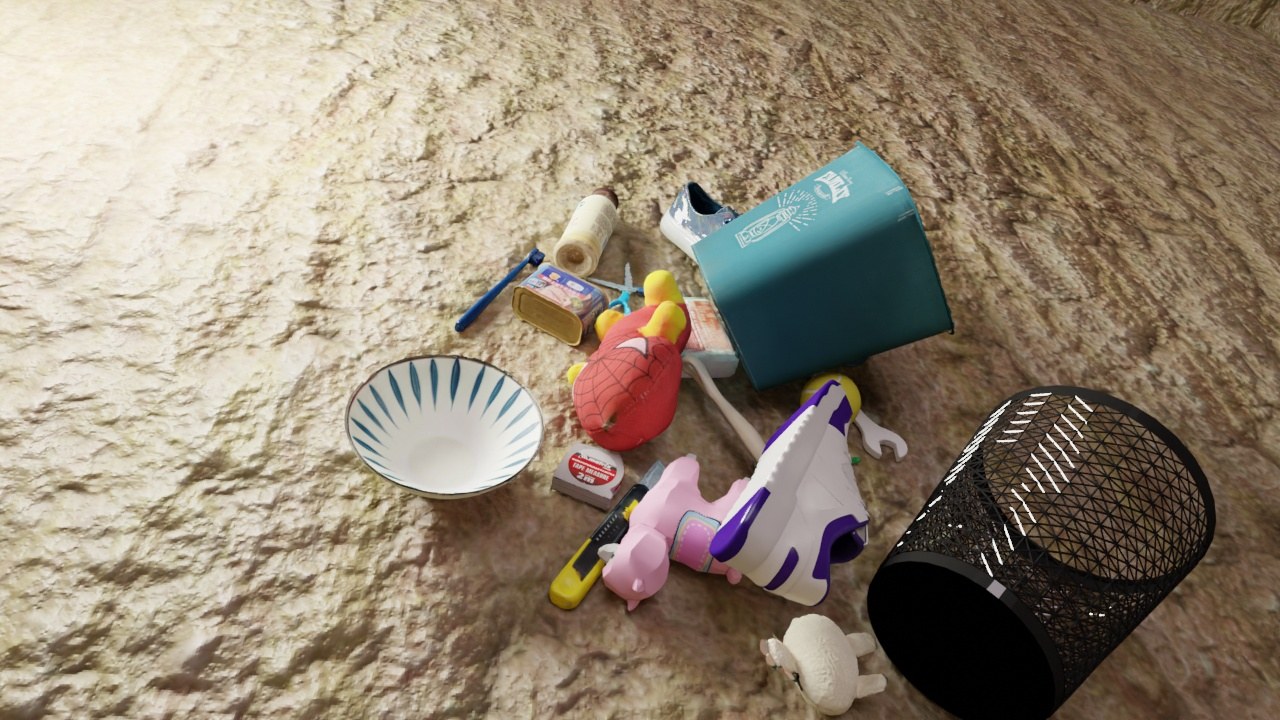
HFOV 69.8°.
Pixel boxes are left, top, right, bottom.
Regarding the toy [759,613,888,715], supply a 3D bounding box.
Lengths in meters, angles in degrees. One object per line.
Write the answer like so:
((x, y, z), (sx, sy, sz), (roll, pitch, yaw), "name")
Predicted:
((0.147, 0.250, 0.759), (0.112, 0.050, 0.087), (1, 41, -11), "toy")

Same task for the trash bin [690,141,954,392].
((0.190, -0.091, 1.007), (0.219, 0.199, 0.196), (-24, 28, 7), "trash bin")

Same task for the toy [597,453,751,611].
((0.038, 0.160, 0.821), (0.123, 0.067, 0.157), (23, 45, 7), "toy")

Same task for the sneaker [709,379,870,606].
((0.160, 0.115, 0.810), (0.111, 0.092, 0.243), (39, 46, 2), "sneaker")

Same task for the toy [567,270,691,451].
((-0.006, 0.006, 0.948), (0.098, 0.148, 0.215), (35, 34, -16), "toy")

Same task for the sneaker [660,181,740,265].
((0.121, -0.153, 1.199), (0.087, 0.079, 0.235), (-20, 50, -42), "sneaker")

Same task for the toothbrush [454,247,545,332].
((-0.163, -0.085, 1.086), (0.017, 0.016, 0.189), (29, 41, 7), "toothbrush")

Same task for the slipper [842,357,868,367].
((0.258, -0.061, 1.153), (0.104, 0.059, 0.213), (27, 38, 15), "slipper")

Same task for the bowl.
((-0.181, 0.077, 0.845), (0.177, 0.071, 0.177), (9, 40, -8), "bowl")

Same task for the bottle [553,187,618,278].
((-0.065, -0.170, 1.184), (0.056, 0.057, 0.161), (16, 39, 2), "bottle")

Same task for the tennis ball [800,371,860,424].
((0.208, 0.045, 1.006), (0.065, 0.065, 0.065), (9, 40, -7), "tennis ball")

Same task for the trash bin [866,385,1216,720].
((0.334, 0.174, 0.796), (0.217, 0.217, 0.242), (38, 52, 26), "trash bin")

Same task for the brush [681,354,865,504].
((0.120, 0.085, 0.932), (0.077, 0.062, 0.272), (-22, 51, -28), "brush")

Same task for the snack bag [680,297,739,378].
((0.061, -0.028, 1.071), (0.077, 0.036, 0.115), (-1, 42, -19), "snack bag")

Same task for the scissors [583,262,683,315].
((-0.007, -0.085, 1.138), (0.133, 0.014, 0.127), (3, 36, -8), "scissors")

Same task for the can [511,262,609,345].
((-0.094, -0.064, 1.053), (0.100, 0.054, 0.058), (28, 43, 16), "can")

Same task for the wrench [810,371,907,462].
((0.214, 0.022, 1.080), (0.047, 0.009, 0.273), (-13, 47, -29), "wrench")

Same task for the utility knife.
((-0.022, 0.153, 0.847), (0.029, 0.020, 0.202), (28, 40, 13), "utility knife")

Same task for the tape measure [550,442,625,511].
((-0.048, 0.111, 0.885), (0.060, 0.020, 0.062), (21, 39, 8), "tape measure")

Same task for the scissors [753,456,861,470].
((0.176, 0.112, 0.962), (0.131, 0.011, 0.125), (4, 42, -13), "scissors")
